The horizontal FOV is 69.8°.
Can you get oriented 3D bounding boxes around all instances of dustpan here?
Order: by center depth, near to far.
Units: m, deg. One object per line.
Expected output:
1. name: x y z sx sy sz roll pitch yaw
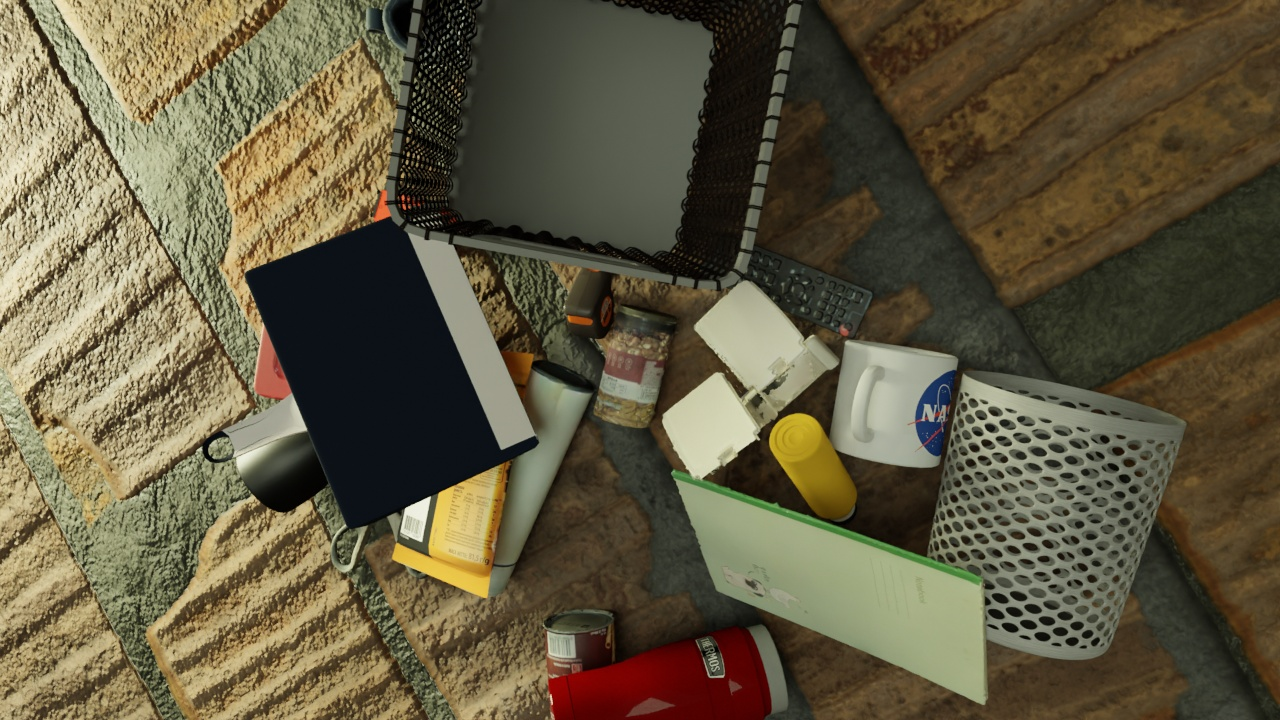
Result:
1. dustpan: -0.260 0.025 0.805 0.273 0.080 0.236 -23 85 -10

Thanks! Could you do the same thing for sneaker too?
1. sneaker: -0.136 -0.317 0.850 0.236 0.087 0.089 1 94 17

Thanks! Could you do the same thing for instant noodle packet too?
1. instant noodle packet: -0.172 0.097 0.872 0.160 0.032 0.220 5 83 45

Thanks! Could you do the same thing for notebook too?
1. notebook: 0.150 0.179 0.736 0.253 0.010 0.182 16 143 34

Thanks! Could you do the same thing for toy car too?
1. toy car: -0.223 -0.141 0.909 0.100 0.048 0.051 22 99 15

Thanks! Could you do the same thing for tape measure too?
1. tape measure: -0.049 -0.051 0.858 0.038 0.059 0.058 9 57 17

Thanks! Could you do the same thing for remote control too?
1. remote control: 0.129 -0.068 0.821 0.150 0.022 0.047 24 100 12

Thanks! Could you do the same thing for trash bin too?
1. trash bin: 0.309 0.115 0.710 0.156 0.156 0.183 13 100 16

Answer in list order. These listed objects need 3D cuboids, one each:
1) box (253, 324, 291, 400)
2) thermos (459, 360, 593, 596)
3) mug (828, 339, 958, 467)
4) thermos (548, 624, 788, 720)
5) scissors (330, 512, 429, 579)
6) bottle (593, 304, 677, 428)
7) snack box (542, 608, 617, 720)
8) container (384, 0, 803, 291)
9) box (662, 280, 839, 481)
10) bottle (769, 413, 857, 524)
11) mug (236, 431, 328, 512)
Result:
1. box: -0.271 -0.017 0.867 0.158 0.087 0.129 9 91 16
2. thermos: -0.119 0.115 0.886 0.068 0.067 0.230 28 102 13
3. mug: 0.201 0.034 0.753 0.091 0.121 0.090 12 97 35
4. thermos: 0.025 0.305 0.815 0.198 0.084 0.108 -12 123 -7
5. scissors: -0.271 0.164 0.963 0.157 0.012 0.171 42 104 9
6. bottle: -0.005 0.005 0.848 0.056 0.056 0.105 16 98 15
7. snack box: -0.054 0.306 0.876 0.072 0.072 0.121 -3 92 17
8. container: -0.041 -0.200 0.712 0.247 0.243 0.245 10 97 -8
9. box: 0.075 0.011 0.750 0.143 0.187 0.105 -44 85 8
10. bottle: 0.150 0.097 0.767 0.043 0.143 0.043 -15 52 20
11. mug: -0.354 0.084 0.956 0.100 0.085 0.118 -35 53 5
